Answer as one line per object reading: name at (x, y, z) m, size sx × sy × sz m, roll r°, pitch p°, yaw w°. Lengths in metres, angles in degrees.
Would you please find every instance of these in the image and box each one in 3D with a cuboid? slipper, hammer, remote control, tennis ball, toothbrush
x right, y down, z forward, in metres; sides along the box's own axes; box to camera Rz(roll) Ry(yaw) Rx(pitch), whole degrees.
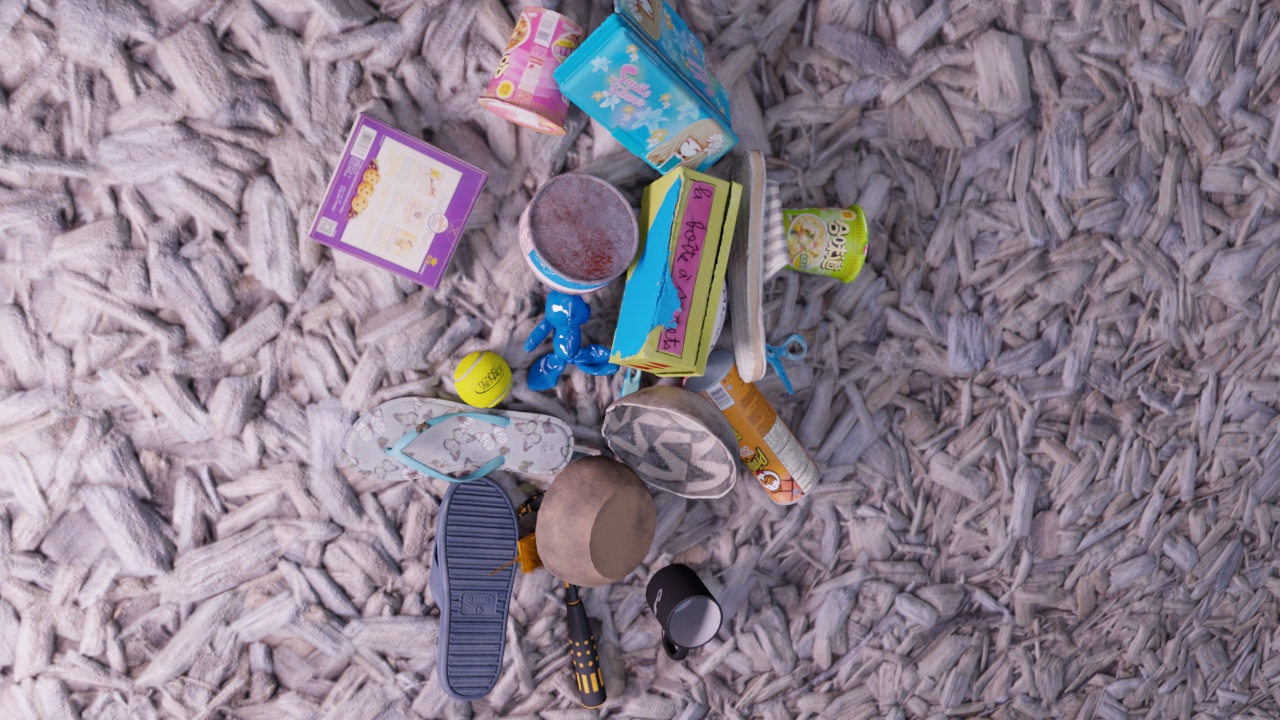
slipper at (0.136, -0.110, 1.083) m, size 0.054 × 0.114 × 0.272 m, roll 0°, pitch 92°, yaw -14°
slipper at (-0.206, 0.271, 1.113) m, size 0.101 × 0.083 × 0.263 m, roll 5°, pitch 81°, yaw -25°
hammer at (-0.090, 0.315, 1.198) m, size 0.123 × 0.036 × 0.321 m, roll -13°, pitch 107°, yaw -14°
remote control at (-0.110, 0.117, 1.139) m, size 0.125 × 0.018 × 0.038 m, roll 14°, pitch 101°, yaw -22°
tennis ball at (-0.182, 0.022, 1.060) m, size 0.065 × 0.065 × 0.065 m, roll -5°, pitch 107°, yaw -17°
slipper at (-0.208, 0.092, 1.069) m, size 0.268 × 0.055 × 0.098 m, roll 0°, pitch 93°, yaw -15°
toothbrush at (-0.007, 0.007, 1.140) m, size 0.022 × 0.017 × 0.135 m, roll 7°, pitch 103°, yaw -24°

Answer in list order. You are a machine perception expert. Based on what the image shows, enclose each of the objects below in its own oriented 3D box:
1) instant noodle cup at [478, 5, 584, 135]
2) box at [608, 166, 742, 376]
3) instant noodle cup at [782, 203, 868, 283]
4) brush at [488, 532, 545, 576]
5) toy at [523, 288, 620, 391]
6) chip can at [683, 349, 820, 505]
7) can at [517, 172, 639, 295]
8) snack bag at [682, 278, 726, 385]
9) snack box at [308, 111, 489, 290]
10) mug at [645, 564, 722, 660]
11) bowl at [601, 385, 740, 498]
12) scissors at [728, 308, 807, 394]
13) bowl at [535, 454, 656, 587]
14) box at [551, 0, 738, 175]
instant noodle cup at (-0.108, -0.309, 0.976) m, size 0.097 × 0.098 × 0.108 m, roll 19°, pitch 92°, yaw -22°
box at (0.037, -0.094, 1.039) m, size 0.082 × 0.125 × 0.221 m, roll 12°, pitch 82°, yaw -20°
instant noodle cup at (0.210, -0.148, 1.130) m, size 0.108 × 0.099 × 0.099 m, roll 4°, pitch 105°, yaw -10°
brush at (-0.126, 0.233, 1.110) m, size 0.126 × 0.017 × 0.048 m, roll -21°, pitch 110°, yaw -45°
toy at (-0.081, -0.044, 1.075) m, size 0.112 × 0.071 × 0.176 m, roll -2°, pitch 107°, yaw -6°
chip can at (0.146, 0.088, 1.183) m, size 0.075 × 0.075 × 0.215 m, roll -40°, pitch 114°, yaw -4°
can at (-0.070, -0.142, 1.030) m, size 0.129 × 0.044 × 0.129 m, roll 5°, pitch 76°, yaw -21°
snack bag at (0.080, -0.049, 1.095) m, size 0.039 × 0.130 × 0.144 m, roll 18°, pitch 101°, yaw 3°
snack box at (-0.260, -0.170, 0.990) m, size 0.148 × 0.040 × 0.143 m, roll 23°, pitch 98°, yaw -23°
mug at (0.053, 0.342, 1.221) m, size 0.078 × 0.088 × 0.114 m, roll 8°, pitch 103°, yaw -20°
bowl at (0.049, 0.086, 1.121) m, size 0.178 × 0.179 × 0.081 m, roll 49°, pitch 53°, yaw -24°
scissors at (0.160, -0.019, 1.164) m, size 0.133 × 0.011 × 0.139 m, roll -35°, pitch 87°, yaw -41°
bowl at (-0.045, 0.201, 1.120) m, size 0.161 × 0.070 × 0.162 m, roll -13°, pitch 108°, yaw -45°
box at (0.026, -0.304, 0.995) m, size 0.227 × 0.086 × 0.169 m, roll 29°, pitch 86°, yaw -48°
